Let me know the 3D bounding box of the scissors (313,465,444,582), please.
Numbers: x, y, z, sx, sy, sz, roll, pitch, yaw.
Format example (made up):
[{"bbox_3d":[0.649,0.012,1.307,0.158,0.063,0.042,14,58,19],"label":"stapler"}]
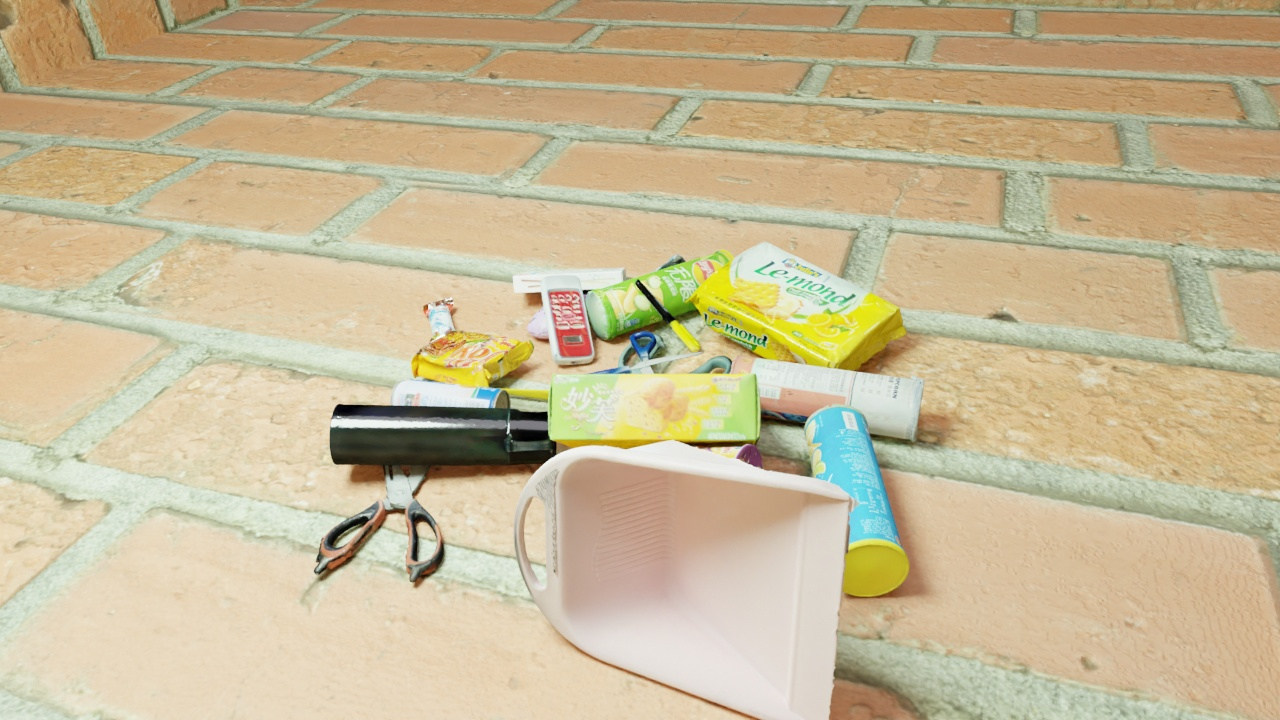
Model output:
[{"bbox_3d":[-0.261,0.159,0.975,0.189,0.015,0.225,19,40,29],"label":"scissors"}]

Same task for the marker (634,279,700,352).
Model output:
[{"bbox_3d":[0.035,-0.060,1.204,0.124,0.015,0.018,49,17,4],"label":"marker"}]

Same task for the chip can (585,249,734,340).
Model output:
[{"bbox_3d":[0.032,-0.091,1.264,0.221,0.073,0.072,-19,37,-21],"label":"chip can"}]

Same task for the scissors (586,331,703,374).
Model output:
[{"bbox_3d":[-0.006,0.006,1.128,0.162,0.012,0.173,-21,25,-2],"label":"scissors"}]

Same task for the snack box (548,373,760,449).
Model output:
[{"bbox_3d":[0.019,0.057,0.973,0.210,0.070,0.158,0,-9,6],"label":"snack box"}]

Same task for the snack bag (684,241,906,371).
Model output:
[{"bbox_3d":[0.196,-0.057,1.179,0.246,0.068,0.157,32,50,28],"label":"snack bag"}]

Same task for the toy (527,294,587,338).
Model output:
[{"bbox_3d":[-0.112,-0.063,1.264,0.084,0.039,0.107,4,33,28],"label":"toy"}]

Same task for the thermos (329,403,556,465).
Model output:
[{"bbox_3d":[-0.214,0.083,1.009,0.242,0.068,0.090,0,0,-2],"label":"thermos"}]

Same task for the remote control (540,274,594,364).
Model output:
[{"bbox_3d":[-0.098,-0.056,1.217,0.055,0.020,0.135,-3,61,-16],"label":"remote control"}]

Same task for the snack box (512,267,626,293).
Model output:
[{"bbox_3d":[-0.100,-0.117,1.328,0.157,0.027,0.084,-3,9,3],"label":"snack box"}]

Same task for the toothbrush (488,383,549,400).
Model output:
[{"bbox_3d":[-0.124,0.039,1.131,0.190,0.016,0.016,4,29,16],"label":"toothbrush"}]

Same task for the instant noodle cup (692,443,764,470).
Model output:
[{"bbox_3d":[0.060,0.132,0.911,0.099,0.112,0.111,6,35,26],"label":"instant noodle cup"}]

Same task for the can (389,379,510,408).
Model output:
[{"bbox_3d":[-0.226,0.054,1.092,0.135,0.053,0.053,5,35,13],"label":"can"}]

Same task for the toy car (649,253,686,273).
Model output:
[{"bbox_3d":[0.037,-0.120,1.335,0.090,0.043,0.034,-40,15,-35],"label":"toy car"}]

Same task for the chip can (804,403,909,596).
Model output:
[{"bbox_3d":[0.211,0.133,0.918,0.071,0.071,0.209,-2,34,3],"label":"chip can"}]

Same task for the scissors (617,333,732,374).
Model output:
[{"bbox_3d":[0.041,0.018,1.145,0.181,0.019,0.169,0,35,12],"label":"scissors"}]

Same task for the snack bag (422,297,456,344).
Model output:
[{"bbox_3d":[-0.278,-0.053,1.280,0.048,0.026,0.104,-20,35,-2],"label":"snack bag"}]

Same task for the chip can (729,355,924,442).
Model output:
[{"bbox_3d":[0.210,0.041,1.052,0.215,0.071,0.071,8,36,18],"label":"chip can"}]

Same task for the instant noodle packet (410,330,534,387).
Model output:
[{"bbox_3d":[-0.215,-0.003,1.168,0.129,0.044,0.110,9,31,31],"label":"instant noodle packet"}]

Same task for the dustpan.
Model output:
[{"bbox_3d":[0.021,0.181,0.749,0.138,0.223,0.274,-13,20,-35],"label":"dustpan"}]
